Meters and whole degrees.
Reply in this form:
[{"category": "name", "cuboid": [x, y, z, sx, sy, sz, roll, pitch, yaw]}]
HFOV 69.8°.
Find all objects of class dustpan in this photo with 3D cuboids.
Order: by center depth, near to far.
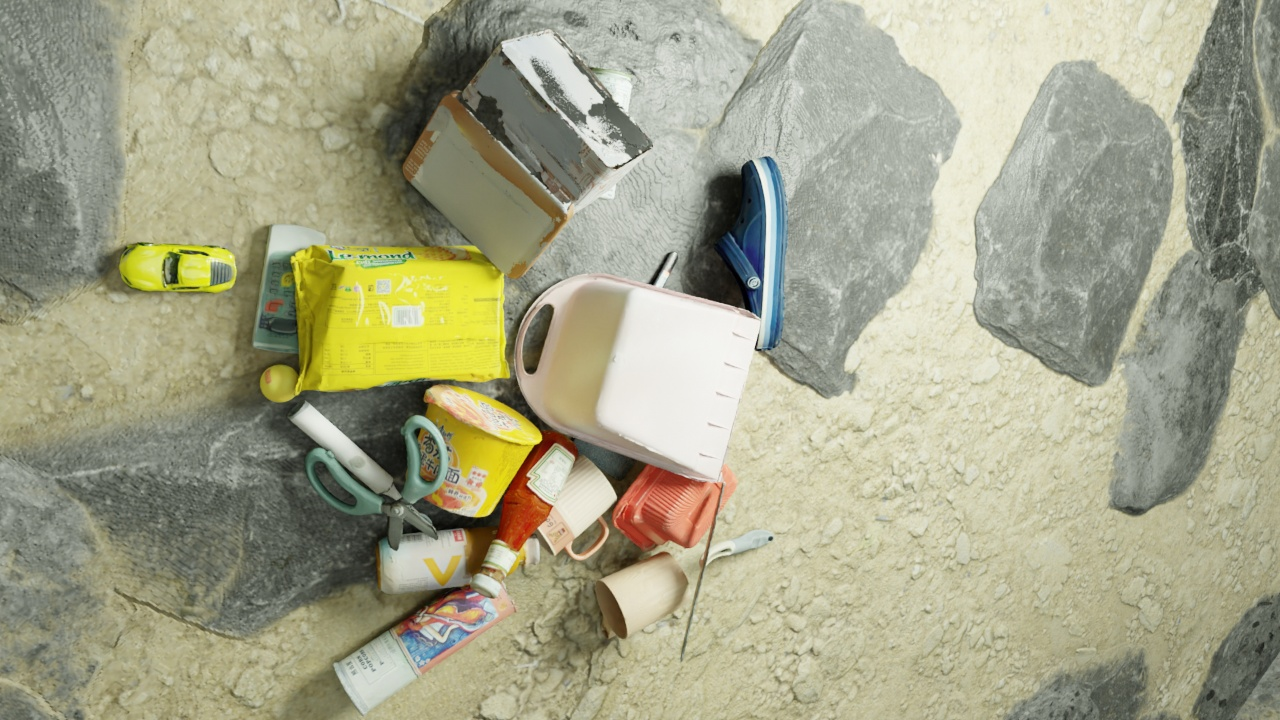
[{"category": "dustpan", "cuboid": [-0.007, 0.007, 1.137, 0.273, 0.139, 0.222, 24, 80, -36]}]

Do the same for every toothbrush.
[{"category": "toothbrush", "cuboid": [-0.313, 0.126, 1.050, 0.026, 0.026, 0.221, -40, 119, -2]}]

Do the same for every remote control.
[{"category": "remote control", "cuboid": [-0.372, -0.075, 0.969, 0.056, 0.019, 0.135, 9, 98, -31]}]

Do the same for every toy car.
[{"category": "toy car", "cuboid": [-0.457, -0.091, 0.910, 0.105, 0.032, 0.048, 0, 103, -28]}]

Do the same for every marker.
[{"category": "marker", "cuboid": [0.016, -0.087, 1.189, 0.018, 0.015, 0.123, 33, 83, -33]}]

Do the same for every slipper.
[{"category": "slipper", "cuboid": [0.143, -0.138, 1.206, 0.095, 0.105, 0.253, -2, 99, -1]}]

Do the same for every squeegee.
[{"category": "squeegee", "cuboid": [0.126, 0.266, 1.287, 0.246, 0.039, 0.246, -4, 109, -59]}]

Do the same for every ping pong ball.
[{"category": "ping pong ball", "cuboid": [-0.383, 0.024, 0.975, 0.040, 0.040, 0.040, -8, 106, -28]}]

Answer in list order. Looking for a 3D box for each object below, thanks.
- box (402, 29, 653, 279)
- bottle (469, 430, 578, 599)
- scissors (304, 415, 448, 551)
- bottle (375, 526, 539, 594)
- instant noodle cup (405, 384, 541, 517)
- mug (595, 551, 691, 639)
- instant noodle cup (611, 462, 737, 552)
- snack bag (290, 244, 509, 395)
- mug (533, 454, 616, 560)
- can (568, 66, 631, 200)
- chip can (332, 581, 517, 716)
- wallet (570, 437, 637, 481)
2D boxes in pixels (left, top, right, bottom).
[{"category": "box", "cuboid": [-0.125, -0.217, 1.001, 0.183, 0.194, 0.156, 48, 35, -4]}, {"category": "bottle", "cuboid": [-0.138, 0.179, 1.073, 0.060, 0.060, 0.205, 45, 56, -30]}, {"category": "scissors", "cuboid": [-0.289, 0.126, 1.001, 0.178, 0.019, 0.170, 15, 111, 4]}, {"category": "bottle", "cuboid": [-0.216, 0.234, 1.090, 0.189, 0.068, 0.068, -3, 104, -17]}, {"category": "instant noodle cup", "cuboid": [-0.198, 0.106, 1.053, 0.138, 0.138, 0.110, 22, 100, -32]}, {"category": "mug", "cuboid": [0.001, 0.326, 1.246, 0.103, 0.084, 0.125, -21, 146, -25]}, {"category": "instant noodle cup", "cuboid": [0.056, 0.173, 1.210, 0.188, 0.079, 0.164, -53, 148, -8]}, {"category": "snack bag", "cuboid": [-0.255, -0.046, 1.004, 0.246, 0.068, 0.158, -5, 105, -33]}, {"category": "mug", "cuboid": [-0.086, 0.192, 1.157, 0.105, 0.082, 0.114, -38, 101, -18]}, {"category": "can", "cuboid": [-0.049, -0.265, 1.080, 0.058, 0.058, 0.147, 4, 100, -30]}, {"category": "chip can", "cuboid": [-0.256, 0.335, 1.109, 0.214, 0.071, 0.071, -31, 115, -20]}, {"category": "wallet", "cuboid": [-0.027, 0.088, 1.208, 0.097, 0.019, 0.120, 39, 83, -29]}]
